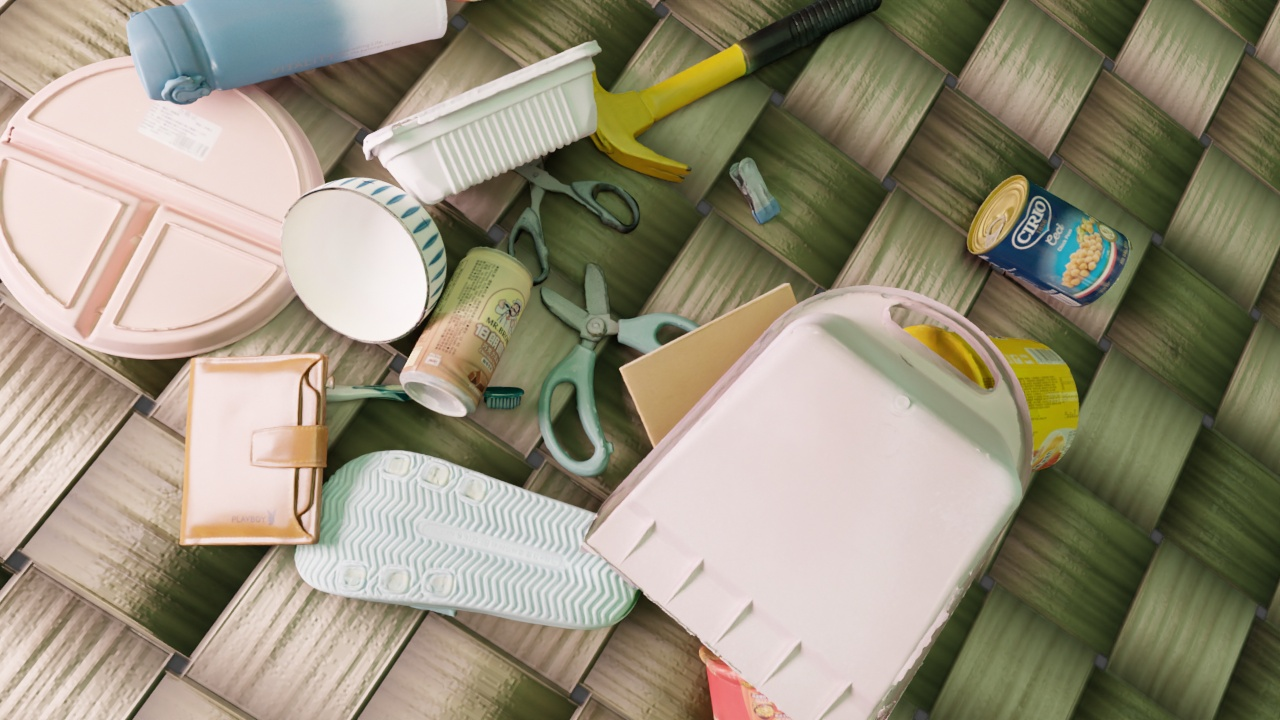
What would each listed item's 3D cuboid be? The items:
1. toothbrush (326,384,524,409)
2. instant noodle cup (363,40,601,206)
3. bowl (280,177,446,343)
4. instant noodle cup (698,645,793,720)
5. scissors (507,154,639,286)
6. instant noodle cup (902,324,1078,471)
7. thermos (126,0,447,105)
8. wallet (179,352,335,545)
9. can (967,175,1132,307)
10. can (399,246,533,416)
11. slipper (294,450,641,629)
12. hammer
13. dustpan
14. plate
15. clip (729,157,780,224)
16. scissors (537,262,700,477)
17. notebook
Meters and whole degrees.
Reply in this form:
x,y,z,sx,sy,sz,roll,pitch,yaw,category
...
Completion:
x,y,z,sx,sy,sz,roll,pitch,yaw,category
-0.182,0.027,0.679,0.191,0.016,0.018,0,116,-12,toothbrush
-0.108,-0.165,0.666,0.173,0.138,0.060,-28,105,-11,instant noodle cup
-0.188,-0.078,0.656,0.116,0.117,0.066,38,34,-5,bowl
0.114,0.257,0.654,0.137,0.138,0.108,-2,89,-14,instant noodle cup
-0.083,-0.141,0.734,0.181,0.014,0.159,24,74,-6,scissors
0.265,0.038,0.728,0.109,0.138,0.138,-3,81,-23,instant noodle cup
-0.251,-0.240,0.664,0.220,0.070,0.070,-26,87,-25,thermos
-0.257,0.061,0.630,0.119,0.035,0.130,-4,80,15,wallet
0.354,-0.102,0.797,0.111,0.075,0.075,26,76,-9,can
-0.125,-0.021,0.668,0.058,0.059,0.116,26,64,-8,can
-0.117,0.131,0.644,0.245,0.074,0.104,11,71,6,slipper
0.084,-0.255,0.780,0.300,0.033,0.129,-32,89,-16,hammer
0.137,0.084,0.621,0.222,0.138,0.274,41,104,9,dustpan
-0.345,-0.115,0.657,0.229,0.028,0.229,2,79,-13,plate
0.097,-0.144,0.772,0.024,0.027,0.056,-33,99,-15,clip
-0.004,0.004,0.712,0.181,0.019,0.170,-2,77,0,scissors
0.089,0.067,0.708,0.149,0.012,0.211,-27,105,-15,notebook
